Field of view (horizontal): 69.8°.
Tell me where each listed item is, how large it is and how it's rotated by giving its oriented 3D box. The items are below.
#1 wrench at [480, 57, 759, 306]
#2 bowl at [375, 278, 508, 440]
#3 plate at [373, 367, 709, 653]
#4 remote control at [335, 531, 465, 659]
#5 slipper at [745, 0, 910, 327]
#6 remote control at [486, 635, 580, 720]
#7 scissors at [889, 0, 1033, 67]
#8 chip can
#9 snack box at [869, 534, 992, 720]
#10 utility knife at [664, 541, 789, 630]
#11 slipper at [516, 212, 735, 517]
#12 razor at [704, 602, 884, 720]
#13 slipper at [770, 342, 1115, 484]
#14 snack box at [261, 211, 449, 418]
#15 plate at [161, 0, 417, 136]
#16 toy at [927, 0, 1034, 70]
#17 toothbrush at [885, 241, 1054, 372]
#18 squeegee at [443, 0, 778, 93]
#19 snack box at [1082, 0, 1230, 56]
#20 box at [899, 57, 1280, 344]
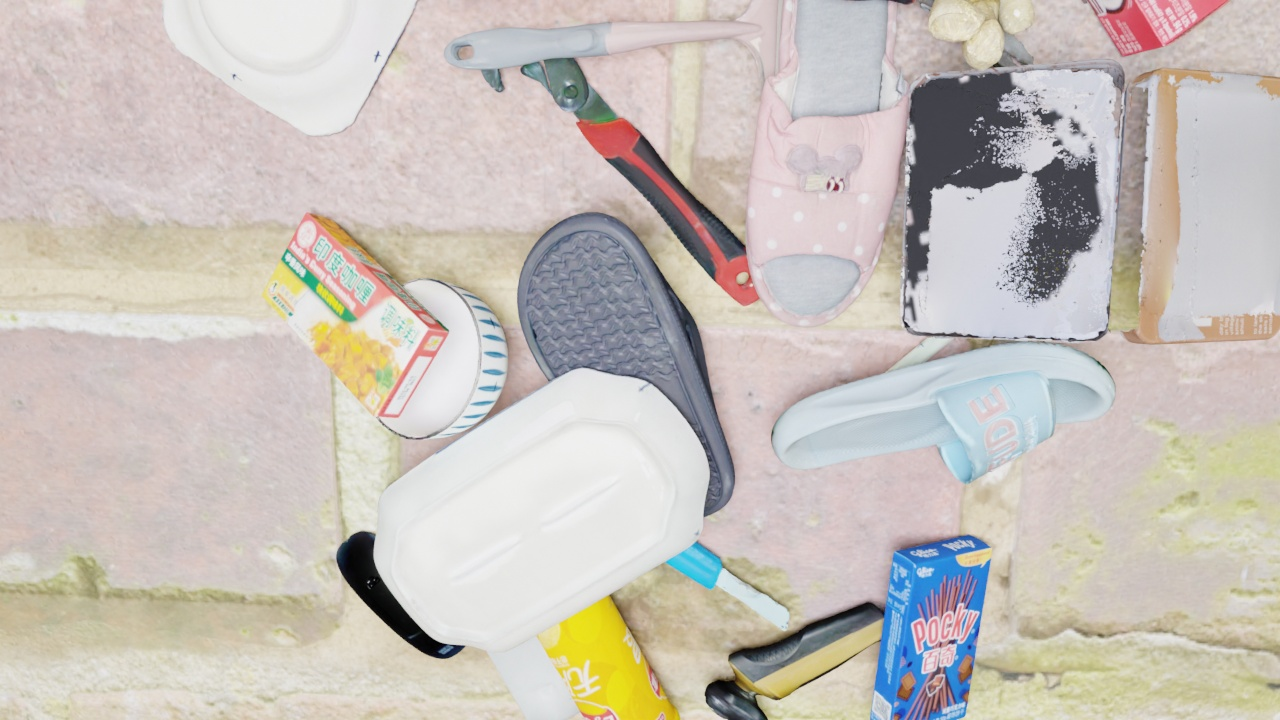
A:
[{"bbox_3d":[-0.005,-0.142,0.676,0.273,0.016,0.056,42,99,-8],"label":"wrench"},{"bbox_3d":[-0.144,0.001,0.683,0.117,0.066,0.116,-3,85,30],"label":"bowl"},{"bbox_3d":[-0.077,0.118,0.661,0.266,0.034,0.162,-31,100,12],"label":"plate"},{"bbox_3d":[-0.200,0.200,0.766,0.053,0.024,0.136,-42,99,12],"label":"remote control"},{"bbox_3d":[0.132,-0.157,0.633,0.114,0.054,0.274,3,100,-14],"label":"slipper"},{"bbox_3d":[-0.096,0.247,0.776,0.056,0.019,0.135,-26,101,8],"label":"remote control"},{"bbox_3d":[0.179,-0.245,0.612,0.196,0.015,0.205,-25,95,-24],"label":"scissors"},{"bbox_3d":[-0.045,0.222,0.742,0.072,0.072,0.213,-26,100,8],"label":"chip can"},{"bbox_3d":[0.231,0.221,0.732,0.084,0.026,0.157,-4,106,-27],"label":"snack box"},{"bbox_3d":[0.035,0.158,0.747,0.216,0.018,0.034,35,101,-5],"label":"utility knife"},{"bbox_3d":[-0.004,0.004,0.689,0.111,0.083,0.268,-15,120,17],"label":"slipper"},{"bbox_3d":[0.133,0.249,0.750,0.167,0.062,0.067,-29,70,4],"label":"razor"},{"bbox_3d":[0.219,0.049,0.664,0.245,0.104,0.074,-12,60,9],"label":"slipper"},{"bbox_3d":[-0.211,-0.035,0.669,0.156,0.027,0.077,40,104,26],"label":"snack box"},{"bbox_3d":[-0.253,-0.261,0.650,0.164,0.034,0.164,32,103,-4],"label":"plate"},{"bbox_3d":[0.219,-0.248,0.582,0.105,0.066,0.156,30,60,-11],"label":"toy"},{"bbox_3d":[0.235,-0.026,0.693,0.190,0.020,0.029,-43,131,13],"label":"toothbrush"},{"bbox_3d":[-0.012,-0.221,0.632,0.249,0.040,0.248,-5,104,-2],"label":"squeegee"},{"bbox_3d":[0.299,-0.303,0.602,0.057,0.058,0.207,-36,100,7],"label":"snack box"},{"bbox_3d":[0.307,-0.101,0.608,0.274,0.125,0.179,1,95,3],"label":"box"}]
